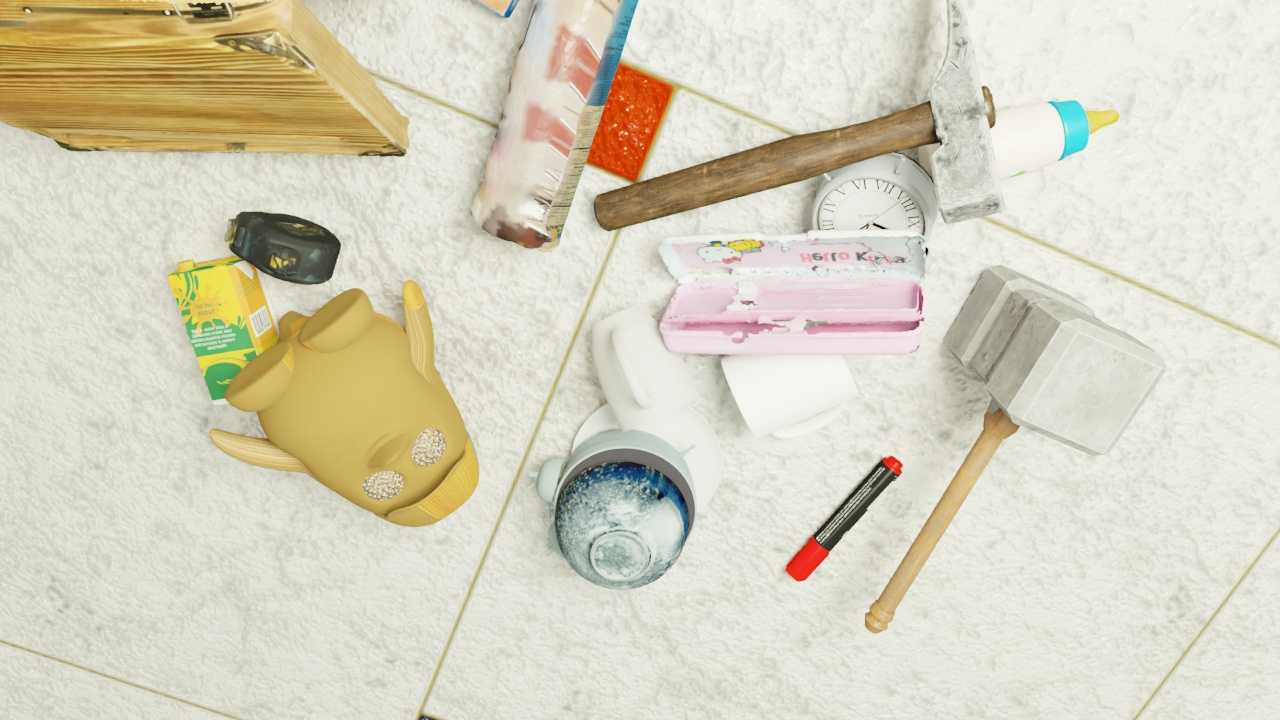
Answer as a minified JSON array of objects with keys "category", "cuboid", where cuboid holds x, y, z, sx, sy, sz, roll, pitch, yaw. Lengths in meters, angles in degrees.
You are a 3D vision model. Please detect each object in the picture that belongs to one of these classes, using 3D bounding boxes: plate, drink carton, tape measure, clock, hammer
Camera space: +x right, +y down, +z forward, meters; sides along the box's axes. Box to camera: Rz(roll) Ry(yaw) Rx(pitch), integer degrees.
[{"category":"plate","cuboid":[0.005,0.090,0.821,0.134,0.011,0.135,0,110,1]},{"category":"drink carton","cuboid":[-0.342,-0.029,0.769,0.058,0.041,0.122,-9,111,4]},{"category":"tape measure","cuboid":[-0.278,-0.090,0.730,0.071,0.072,0.042,27,106,21]},{"category":"clock","cuboid":[0.182,-0.103,0.714,0.095,0.035,0.123,-1,128,26]},{"category":"clock","cuboid":[-0.025,0.124,0.803,0.159,0.045,0.122,-9,110,6]},{"category":"hammer","cuboid":[0.260,0.096,0.736,0.083,0.162,0.318,22,109,-7]},{"category":"hammer","cuboid":[0.099,-0.182,0.685,0.301,0.037,0.217,-11,75,23]}]

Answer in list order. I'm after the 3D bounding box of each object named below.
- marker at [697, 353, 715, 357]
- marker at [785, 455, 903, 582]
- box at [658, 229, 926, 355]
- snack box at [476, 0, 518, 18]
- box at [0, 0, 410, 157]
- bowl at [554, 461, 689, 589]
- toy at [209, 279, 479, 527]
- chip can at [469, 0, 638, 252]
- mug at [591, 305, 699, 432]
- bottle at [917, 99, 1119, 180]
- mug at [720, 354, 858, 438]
[{"category":"marker","cuboid":[0.111,-0.032,0.767,0.139,0.022,0.016,-25,121,9]},{"category":"marker","cuboid":[0.186,0.144,0.832,0.023,0.021,0.145,26,110,-32]},{"category":"box","cuboid":[0.113,-0.063,0.699,0.202,0.087,0.095,1,124,20]},{"category":"snack box","cuboid":[-0.097,-0.335,0.653,0.087,0.034,0.151,31,107,-9]},{"category":"box","cuboid":[-0.315,-0.227,0.579,0.279,0.257,0.215,2,108,1]},{"category":"bowl","cuboid":[-0.015,0.146,0.755,0.114,0.060,0.114,0,111,0]},{"category":"toy","cuboid":[-0.213,0.055,0.744,0.198,0.162,0.203,-38,118,-4]},{"category":"chip can","cuboid":[-0.062,-0.199,0.680,0.080,0.079,0.230,18,109,-5]},{"category":"mug","cuboid":[-0.004,0.004,0.738,0.071,0.107,0.089,-25,88,7]},{"category":"bottle","cuboid":[0.289,-0.167,0.697,0.146,0.051,0.051,-13,109,6]},{"category":"mug","cuboid":[0.130,0.025,0.769,0.090,0.073,0.110,-24,134,10]}]
